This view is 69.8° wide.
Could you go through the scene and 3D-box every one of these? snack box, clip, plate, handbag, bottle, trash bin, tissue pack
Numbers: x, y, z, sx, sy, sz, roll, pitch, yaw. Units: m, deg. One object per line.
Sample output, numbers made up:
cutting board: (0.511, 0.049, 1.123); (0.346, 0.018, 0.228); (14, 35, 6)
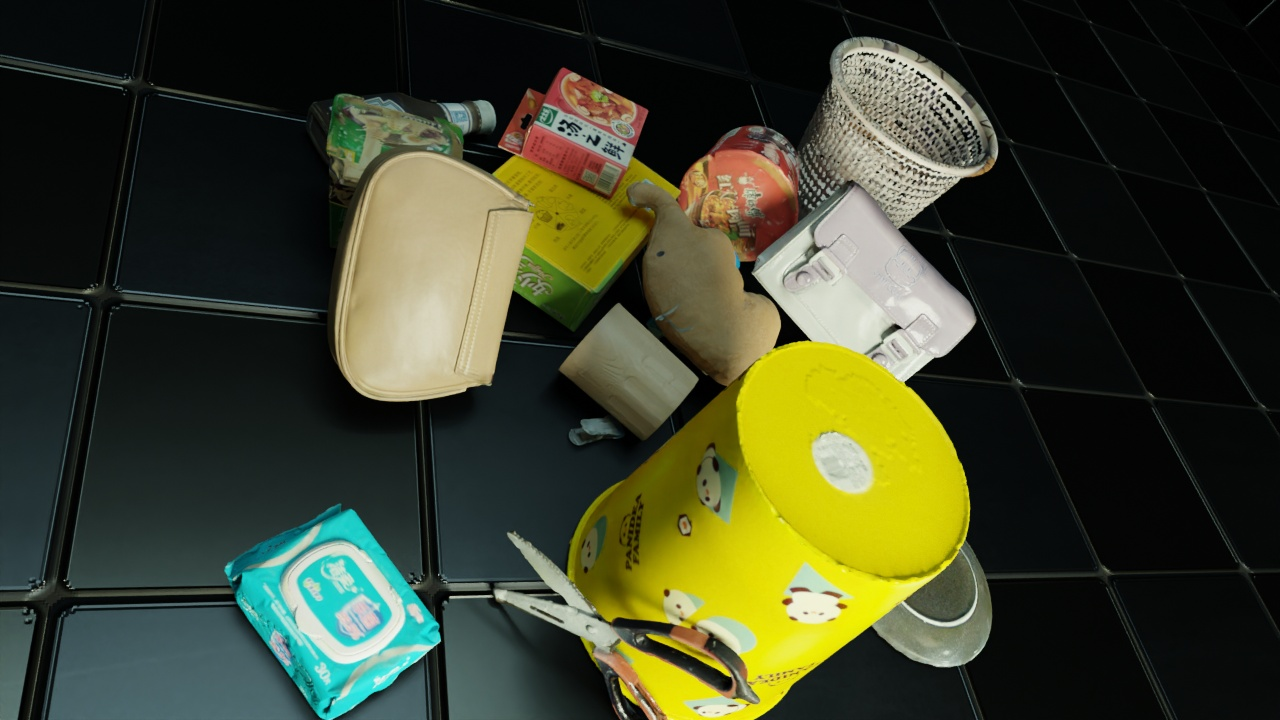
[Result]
snack box: (-0.066, -0.240, 0.942); (0.127, 0.044, 0.113); (23, 48, -9)
snack box: (-0.074, -0.150, 0.948); (0.157, 0.070, 0.209); (35, 48, 0)
clip: (-0.038, 0.062, 0.844); (0.056, 0.026, 0.024); (-6, 60, -43)
plate: (0.276, 0.208, 0.899); (0.179, 0.024, 0.179); (14, 51, -19)
handbag: (-0.179, -0.070, 0.764); (0.147, 0.204, 0.100); (11, 10, -26)
bottle: (-0.239, -0.242, 0.948); (0.194, 0.044, 0.080); (-20, 68, -38)
trash bin: (0.094, 0.132, 0.702); (0.229, 0.256, 0.229); (14, 51, -19)
handbag: (0.237, -0.073, 0.975); (0.197, 0.145, 0.098); (45, 18, -7)
snack box: (-0.236, -0.159, 0.846); (0.118, 0.106, 0.117); (12, 50, -22)
trash bin: (0.284, -0.247, 1.127); (0.227, 0.193, 0.227); (14, 51, -18)
tissue pack: (-0.215, 0.173, 0.645); (0.133, 0.050, 0.093); (48, 49, 12)

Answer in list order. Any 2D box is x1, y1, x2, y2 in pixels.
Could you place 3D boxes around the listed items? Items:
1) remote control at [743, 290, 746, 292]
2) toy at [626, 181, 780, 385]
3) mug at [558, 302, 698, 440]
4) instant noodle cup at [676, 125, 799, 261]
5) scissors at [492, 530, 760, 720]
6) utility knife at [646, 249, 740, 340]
remote control: (0.087, -0.071, 1.008); (0.136, 0.020, 0.055); (37, 47, 2)
toy: (0.055, -0.077, 0.913); (0.226, 0.083, 0.143); (53, 40, -15)
mug: (-0.005, 0.005, 0.867); (0.103, 0.084, 0.124); (42, 25, -1)
instant noodle cup: (0.123, -0.200, 1.054); (0.138, 0.138, 0.108); (31, 41, -4)
scissors: (-0.016, 0.208, 0.671); (0.226, 0.190, 0.015); (58, 40, -9)
utility knife: (0.045, -0.061, 0.963); (0.034, 0.018, 0.186); (43, 61, 2)
